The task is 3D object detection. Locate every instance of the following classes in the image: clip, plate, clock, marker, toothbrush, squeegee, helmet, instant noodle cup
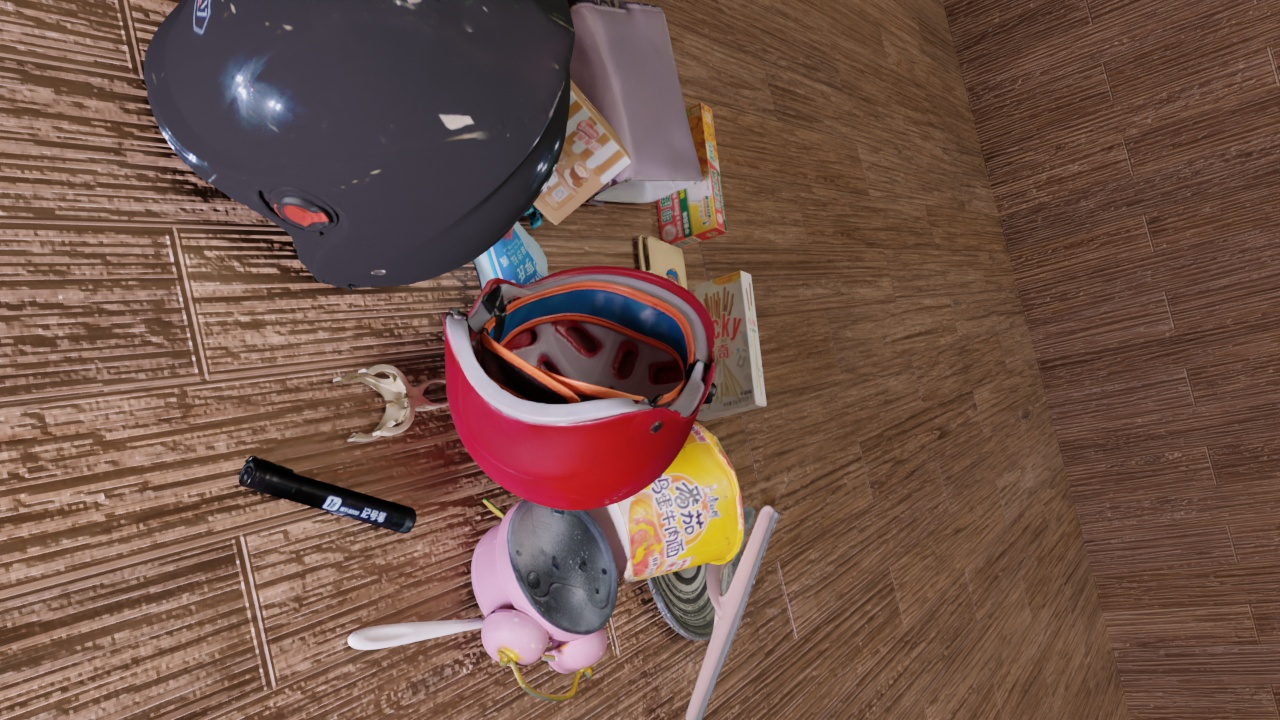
[{"bbox_3d":[-0.101,-0.141,0.860,0.043,0.014,0.056,56,11,-28],"label":"clip"},{"bbox_3d":[0.049,0.198,0.949,0.179,0.024,0.179,28,54,-48],"label":"plate"},{"bbox_3d":[-0.075,0.185,0.720,0.117,0.060,0.158,25,42,-43],"label":"clock"},{"bbox_3d":[-0.211,0.094,0.628,0.132,0.020,0.022,30,25,-44],"label":"marker"},{"bbox_3d":[-0.142,0.201,0.688,0.179,0.016,0.016,11,54,-50],"label":"toothbrush"},{"bbox_3d":[0.089,0.201,0.916,0.249,0.040,0.248,-54,161,-70],"label":"squeegee"},{"bbox_3d":[-0.176,-0.190,0.621,0.274,0.231,0.233,11,65,-31],"label":"helmet"},{"bbox_3d":[-0.180,0.041,0.681,0.103,0.035,0.092,34,47,-54],"label":"clip"},{"bbox_3d":[0.007,0.129,0.810,0.109,0.138,0.138,-14,89,-30],"label":"instant noodle cup"},{"bbox_3d":[-0.047,0.026,0.734,0.239,0.207,0.144,-43,149,-55],"label":"helmet"}]

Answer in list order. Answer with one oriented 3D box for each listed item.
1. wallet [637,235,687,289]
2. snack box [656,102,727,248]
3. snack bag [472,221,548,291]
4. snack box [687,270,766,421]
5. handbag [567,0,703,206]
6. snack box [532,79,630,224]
[{"bbox_3d":[0.027,-0.079,1.025,0.087,0.024,0.115,13,68,-51],"label":"wallet"},{"bbox_3d":[0.054,-0.213,1.066,0.027,0.077,0.155,12,68,-52],"label":"snack box"},{"bbox_3d":[-0.130,-0.105,0.803,0.191,0.039,0.110,60,26,-21],"label":"snack bag"},{"bbox_3d":[0.093,-0.016,1.037,0.026,0.085,0.156,14,66,-50],"label":"snack box"},{"bbox_3d":[-0.023,-0.267,0.960,0.144,0.099,0.197,-13,89,-57],"label":"handbag"},{"bbox_3d":[-0.079,-0.199,0.839,0.093,0.094,0.077,43,15,-37],"label":"snack box"}]
